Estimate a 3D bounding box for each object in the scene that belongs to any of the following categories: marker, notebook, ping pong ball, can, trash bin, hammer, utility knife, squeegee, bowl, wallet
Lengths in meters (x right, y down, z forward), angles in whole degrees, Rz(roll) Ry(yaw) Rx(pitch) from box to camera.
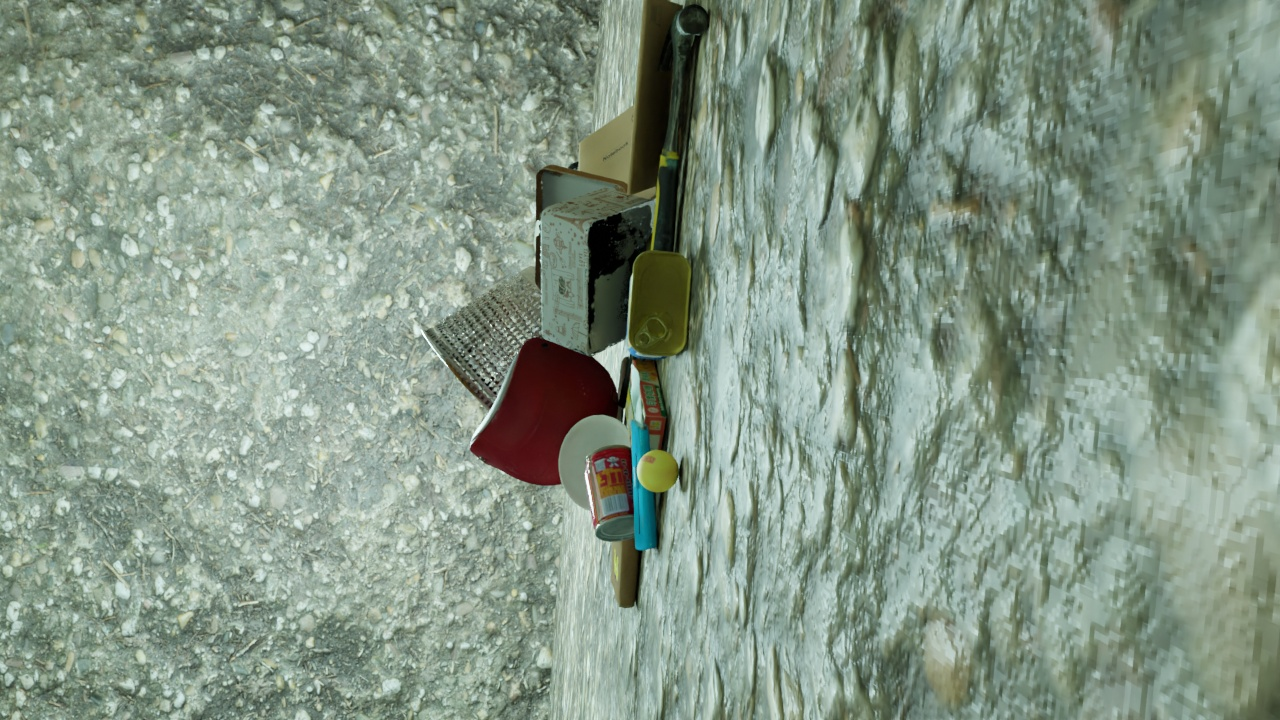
[{"bbox_3d":[-0.007,0.007,1.170,0.022,0.020,0.132,53,139,42],"label":"marker"},{"bbox_3d":[0.016,-0.301,1.042,0.149,0.012,0.212,-45,-37,-68],"label":"notebook"},{"bbox_3d":[0.017,0.105,0.874,0.040,0.040,0.040,-177,92,-83],"label":"ping pong ball"},{"bbox_3d":[0.016,-0.052,0.921,0.083,0.057,0.102,140,134,-84],"label":"can"},{"bbox_3d":[-0.186,-0.028,1.379,0.192,0.227,0.227,-42,-4,-4],"label":"trash bin"},{"bbox_3d":[0.032,-0.201,0.981,0.126,0.032,0.323,-115,30,-76],"label":"hammer"},{"bbox_3d":[-0.034,-0.266,1.269,0.148,0.008,0.207,-27,47,32],"label":"notebook"},{"bbox_3d":[-0.027,0.151,1.047,0.067,0.066,0.093,104,158,-54],"label":"can"},{"bbox_3d":[0.000,0.105,0.970,0.034,0.018,0.204,14,110,63],"label":"utility knife"},{"bbox_3d":[-0.033,0.133,1.289,0.249,0.040,0.248,-125,41,-78],"label":"squeegee"},{"bbox_3d":[-0.036,0.129,1.143,0.064,0.118,0.118,15,-103,-58],"label":"bowl"},{"bbox_3d":[-0.018,0.236,1.138,0.090,0.033,0.115,-124,35,-78],"label":"wallet"}]

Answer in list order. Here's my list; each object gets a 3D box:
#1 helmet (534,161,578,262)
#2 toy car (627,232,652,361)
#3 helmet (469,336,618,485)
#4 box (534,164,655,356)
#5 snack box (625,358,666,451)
[{"bbox_3d":[-0.085,-0.201,1.421,0.275,0.157,0.229,106,166,-61],"label":"helmet"},{"bbox_3d":[0.008,-0.077,1.069,0.070,0.042,0.158,-126,43,-79],"label":"toy car"},{"bbox_3d":[-0.104,0.082,1.253,0.207,0.144,0.239,-61,-17,10],"label":"helmet"},{"bbox_3d":[-0.089,-0.134,1.152,0.156,0.194,0.183,-30,-48,-47],"label":"box"},{"bbox_3d":[0.005,0.060,1.056,0.155,0.027,0.077,-101,18,-64],"label":"snack box"}]
